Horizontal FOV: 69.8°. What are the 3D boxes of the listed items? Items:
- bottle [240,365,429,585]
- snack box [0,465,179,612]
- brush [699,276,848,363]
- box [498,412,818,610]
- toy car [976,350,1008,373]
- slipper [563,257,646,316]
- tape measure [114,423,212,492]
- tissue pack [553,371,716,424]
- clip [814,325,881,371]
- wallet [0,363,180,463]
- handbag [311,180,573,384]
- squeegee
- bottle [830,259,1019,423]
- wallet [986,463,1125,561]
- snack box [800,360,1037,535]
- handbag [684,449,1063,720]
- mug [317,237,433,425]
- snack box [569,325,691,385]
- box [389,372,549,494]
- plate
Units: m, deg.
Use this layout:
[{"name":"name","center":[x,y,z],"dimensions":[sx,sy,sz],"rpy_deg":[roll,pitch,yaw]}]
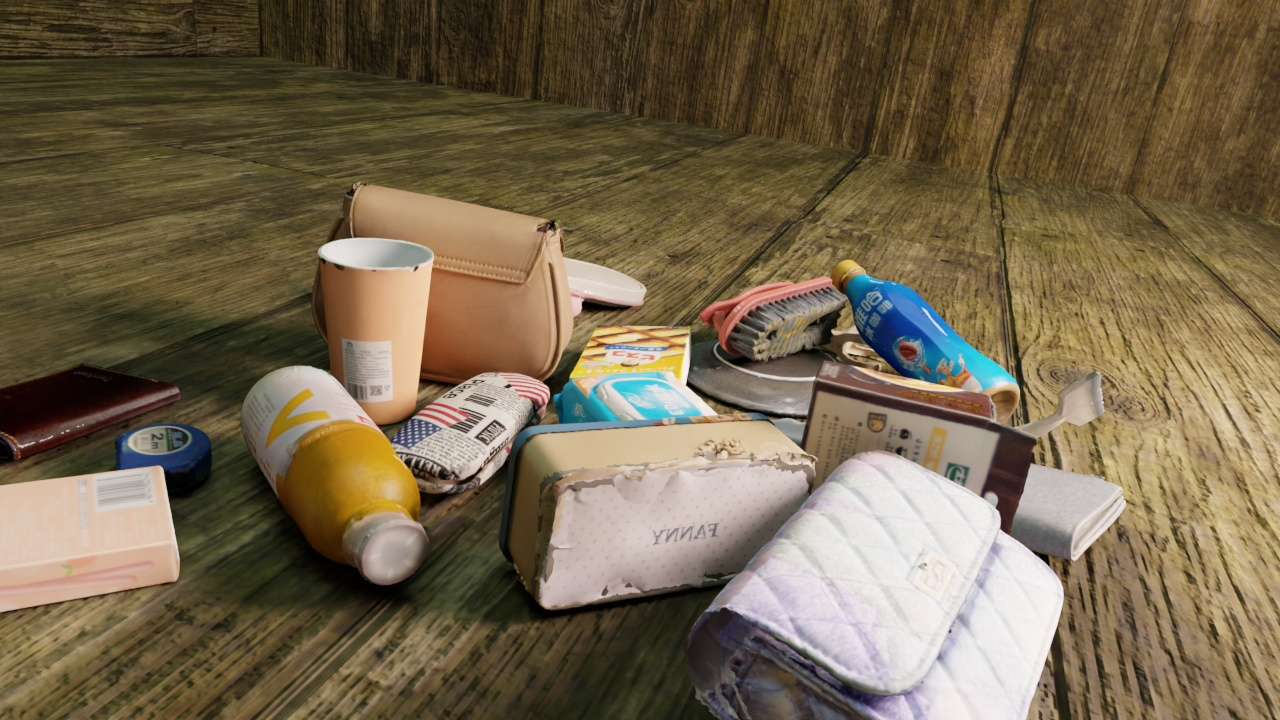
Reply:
[{"name":"bottle","center":[-0.176,0.063,0.529],"dimensions":[0.067,0.068,0.189],"rpy_deg":[-8,26,-34]},{"name":"snack box","center":[-0.324,0.093,0.463],"dimensions":[0.157,0.026,0.084],"rpy_deg":[-6,25,-29]},{"name":"brush","center":[0.118,-0.039,0.831],"dimensions":[0.145,0.063,0.069],"rpy_deg":[-16,41,-43]},{"name":"box","center":[0.006,0.081,0.511],"dimensions":[0.184,0.090,0.059],"rpy_deg":[2,23,-27]},{"name":"toy car","center":[0.297,0.010,0.861],"dimensions":[0.091,0.036,0.043],"rpy_deg":[2,21,-9]},{"name":"slipper","center":[-0.111,-0.073,0.918],"dimensions":[0.273,0.054,0.114],"rpy_deg":[3,22,-42]},{"name":"tape measure","center":[-0.291,0.061,0.559],"dimensions":[0.054,0.025,0.058],"rpy_deg":[-3,27,-28]},{"name":"tissue pack","center":[0.005,0.052,0.621],"dimensions":[0.089,0.063,0.140],"rpy_deg":[-3,23,-25]},{"name":"clip","center":[0.211,-0.020,0.918],"dimensions":[0.092,0.035,0.103],"rpy_deg":[-13,21,-34]},{"name":"wallet","center":[-0.394,0.031,0.616],"dimensions":[0.096,0.020,0.122],"rpy_deg":[15,20,19]},{"name":"handbag","center":[-0.154,-0.059,0.741],"dimensions":[0.204,0.148,0.099],"rpy_deg":[12,23,0]},{"name":"squeegee","center":[0.199,0.052,0.662],"dimensions":[0.247,0.039,0.246],"rpy_deg":[-6,-11,26]},{"name":"bottle","center":[0.241,-0.022,0.817],"dimensions":[0.065,0.065,0.218],"rpy_deg":[-4,39,-26]},{"name":"wallet","center":[0.243,0.096,0.619],"dimensions":[0.130,0.037,0.106],"rpy_deg":[11,17,43]},{"name":"snack box","center":[0.157,0.071,0.552],"dimensions":[0.126,0.113,0.053],"rpy_deg":[13,22,14]},{"name":"handbag","center":[0.121,0.121,0.440],"dimensions":[0.134,0.076,0.193],"rpy_deg":[31,30,20]},{"name":"mug","center":[-0.191,-0.020,0.662],"dimensions":[0.078,0.123,0.078],"rpy_deg":[6,21,-2]},{"name":"snack box","center":[-0.005,0.004,0.767],"dimensions":[0.087,0.034,0.140],"rpy_deg":[0,21,7]},{"name":"box","center":[-0.114,0.050,0.633],"dimensions":[0.071,0.057,0.164],"rpy_deg":[-4,16,20]},{"name":"plate","center":[0.121,0.005,0.835],"dimensions":[0.179,0.024,0.179],"rpy_deg":[6,22,-3]}]
